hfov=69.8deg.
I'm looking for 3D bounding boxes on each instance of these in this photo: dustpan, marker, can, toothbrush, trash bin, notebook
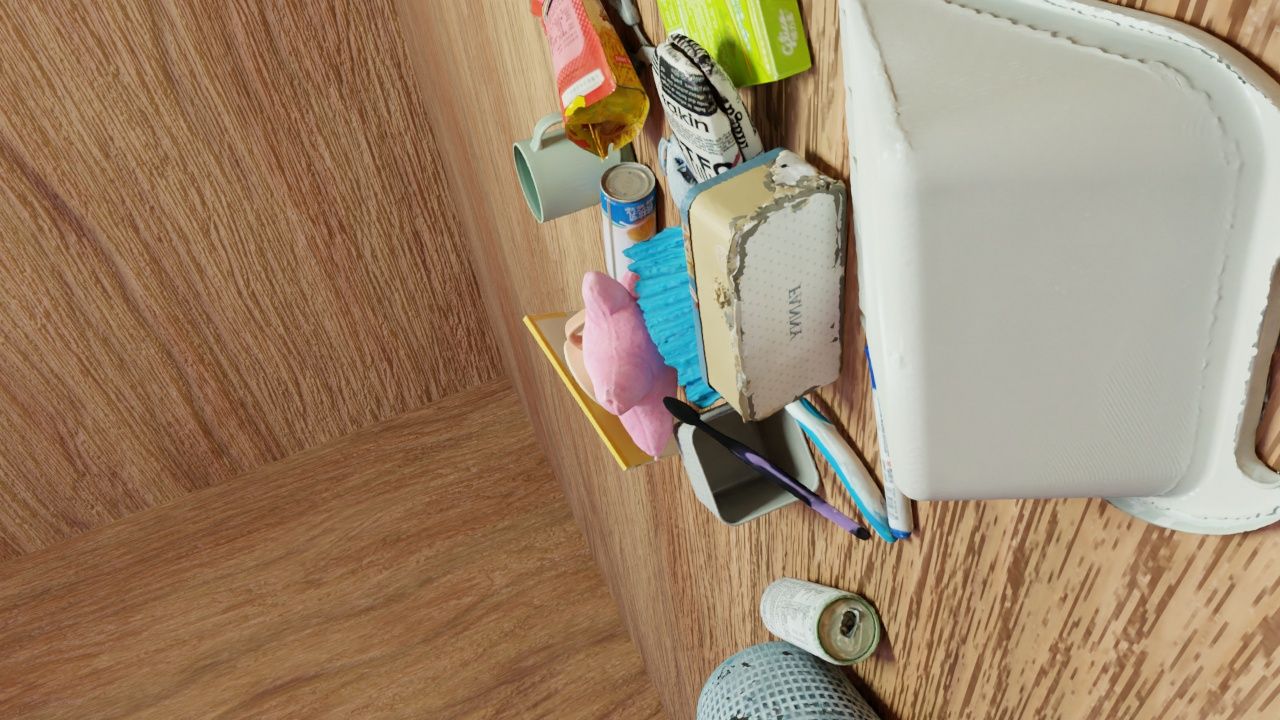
[{"bbox_3d":[0.168,-0.049,0.391,0.257,0.143,0.223,-77,-21,-54],"label":"dustpan"},{"bbox_3d":[0.159,0.053,0.581,0.017,0.017,0.146,-132,24,-60],"label":"marker"},{"bbox_3d":[-0.010,-0.132,0.919,0.135,0.053,0.053,87,158,-56],"label":"can"},{"bbox_3d":[0.152,0.224,0.797,0.147,0.058,0.058,140,108,-77],"label":"can"},{"bbox_3d":[0.096,0.082,0.709,0.189,0.014,0.016,34,-171,10],"label":"toothbrush"},{"bbox_3d":[0.136,0.359,0.796,0.195,0.226,0.227,-108,1,-71],"label":"trash bin"},{"bbox_3d":[-0.025,0.024,1.012,0.010,0.145,0.206,-49,66,34],"label":"notebook"}]

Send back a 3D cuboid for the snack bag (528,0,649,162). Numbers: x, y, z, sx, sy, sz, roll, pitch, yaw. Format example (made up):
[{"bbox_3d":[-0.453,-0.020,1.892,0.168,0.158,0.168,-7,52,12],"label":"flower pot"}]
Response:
[{"bbox_3d":[-0.060,-0.285,0.803,0.129,0.073,0.207,102,150,-63],"label":"snack bag"}]

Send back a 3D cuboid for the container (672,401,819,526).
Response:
[{"bbox_3d":[0.084,0.080,0.792,0.114,0.090,0.090,176,74,-81],"label":"container"}]

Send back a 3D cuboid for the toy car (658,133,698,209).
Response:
[{"bbox_3d":[0.050,-0.126,0.710,0.120,0.036,0.054,60,165,28],"label":"toy car"}]

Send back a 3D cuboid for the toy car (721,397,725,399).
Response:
[{"bbox_3d":[0.048,-0.033,0.868,0.158,0.042,0.070,63,168,13],"label":"toy car"}]

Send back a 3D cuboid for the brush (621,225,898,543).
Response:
[{"bbox_3d":[0.084,0.012,0.704,0.060,0.110,0.314,17,-133,-56],"label":"brush"}]

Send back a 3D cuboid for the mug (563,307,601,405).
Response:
[{"bbox_3d":[-0.020,-0.021,0.932,0.114,0.106,0.081,39,-154,-42],"label":"mug"}]

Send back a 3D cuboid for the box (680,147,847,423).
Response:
[{"bbox_3d":[0.082,-0.039,0.591,0.060,0.089,0.184,50,157,41],"label":"box"}]

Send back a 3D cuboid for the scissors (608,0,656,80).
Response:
[{"bbox_3d":[0.005,-0.255,0.752,0.159,0.014,0.178,68,166,-6],"label":"scissors"}]

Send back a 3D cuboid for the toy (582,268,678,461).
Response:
[{"bbox_3d":[-0.005,0.005,0.792,0.194,0.075,0.178,-38,-66,-72],"label":"toy"}]

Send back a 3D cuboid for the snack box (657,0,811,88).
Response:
[{"bbox_3d":[0.052,-0.214,0.573,0.156,0.026,0.086,-146,36,-70],"label":"snack box"}]

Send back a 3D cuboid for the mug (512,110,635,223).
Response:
[{"bbox_3d":[-0.066,-0.203,0.912,0.112,0.106,0.082,84,161,-53],"label":"mug"}]

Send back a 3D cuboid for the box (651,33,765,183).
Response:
[{"bbox_3d":[0.047,-0.138,0.594,0.070,0.055,0.164,28,163,35],"label":"box"}]
